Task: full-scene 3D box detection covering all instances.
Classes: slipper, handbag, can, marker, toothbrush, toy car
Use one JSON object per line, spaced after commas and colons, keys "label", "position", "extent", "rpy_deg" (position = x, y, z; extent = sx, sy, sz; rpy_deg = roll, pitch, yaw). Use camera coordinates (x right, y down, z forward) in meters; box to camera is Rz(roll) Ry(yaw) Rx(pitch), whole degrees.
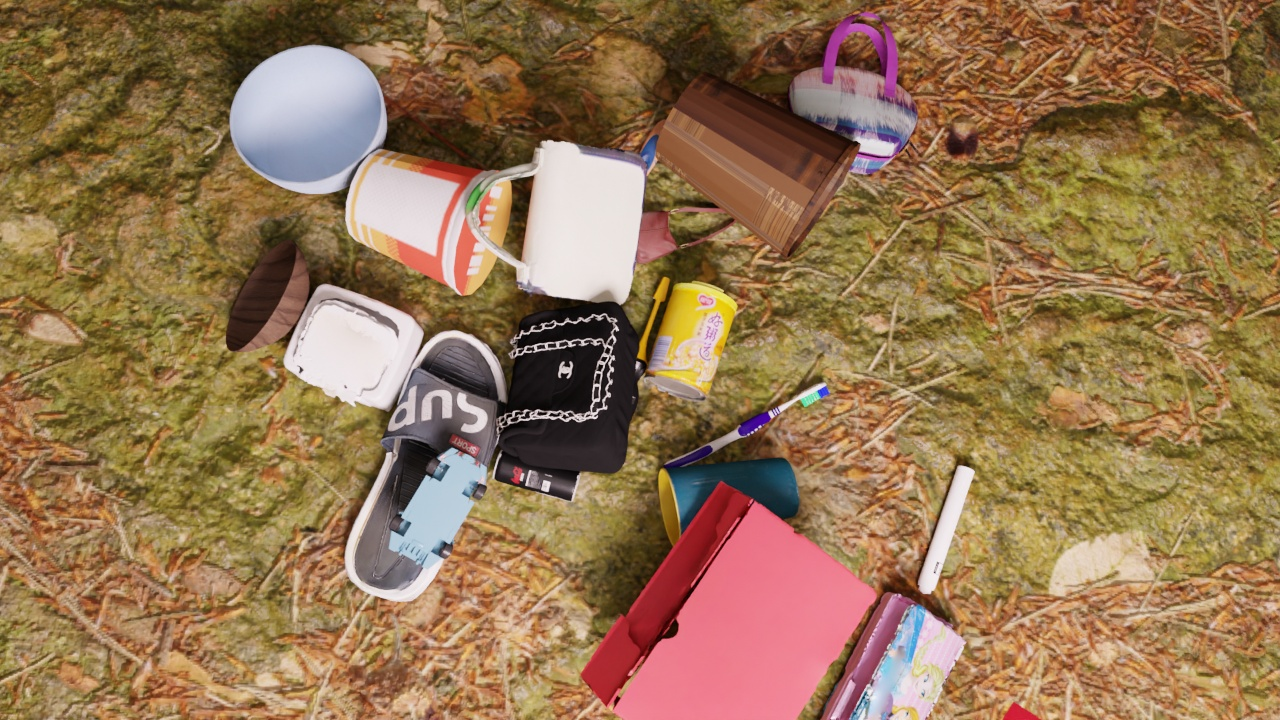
{"label": "slipper", "position": [-0.201, 0.097, 0.870], "extent": [0.111, 0.063, 0.263], "rpy_deg": [22, 81, 1]}
{"label": "handbag", "position": [0.046, -0.137, 0.951], "extent": [0.119, 0.029, 0.055], "rpy_deg": [-13, 82, -11]}
{"label": "handbag", "position": [-0.075, 0.018, 0.851], "extent": [0.125, 0.115, 0.153], "rpy_deg": [-2, 66, 17]}
{"label": "can", "position": [-0.100, 0.111, 0.887], "extent": [0.080, 0.031, 0.031], "rpy_deg": [16, 78, 0]}
{"label": "marker", "position": [0.303, 0.168, 0.910], "extent": [0.020, 0.017, 0.133], "rpy_deg": [31, 76, -35]}
{"label": "toothbrush", "position": [-0.001, -0.196, 0.963], "extent": [0.021, 0.017, 0.135], "rpy_deg": [27, 76, -2]}
{"label": "handbag", "position": [0.231, -0.293, 0.977], "extent": [0.144, 0.068, 0.169], "rpy_deg": [12, 72, -1]}
{"label": "toy car", "position": [-0.182, 0.131, 0.832], "extent": [0.060, 0.027, 0.107], "rpy_deg": [31, 88, -9]}
{"label": "handbag", "position": [-0.088, -0.135, 0.871], "extent": [0.175, 0.074, 0.151], "rpy_deg": [3, 99, -36]}
{"label": "toothbrush", "position": [-0.005, 0.005, 0.916], "extent": [0.031, 0.031, 0.196], "rpy_deg": [23, 76, -14]}
{"label": "toothbrush", "position": [0.107, 0.068, 0.917], "extent": [0.186, 0.015, 0.016], "rpy_deg": [-27, 87, -8]}
{"label": "can", "position": [0.049, -0.019, 0.904], "extent": [0.067, 0.068, 0.105], "rpy_deg": [19, 78, 0]}

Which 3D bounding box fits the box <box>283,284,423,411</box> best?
{"label": "box", "position": [-0.277, -0.015, 0.867], "extent": [0.108, 0.102, 0.102], "rpy_deg": [21, 77, 3]}

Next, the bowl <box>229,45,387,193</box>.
{"label": "bowl", "position": [-0.319, -0.227, 0.914], "extent": [0.150, 0.075, 0.150], "rpy_deg": [-1, 75, 3]}

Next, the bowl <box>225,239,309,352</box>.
{"label": "bowl", "position": [-0.350, -0.056, 0.880], "extent": [0.032, 0.119, 0.119], "rpy_deg": [32, 75, -38]}

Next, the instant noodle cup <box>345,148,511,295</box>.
{"label": "instant noodle cup", "position": [-0.207, -0.142, 0.891], "extent": [0.121, 0.123, 0.123], "rpy_deg": [20, 78, 8]}

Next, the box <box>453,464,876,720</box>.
{"label": "box", "position": [-0.011, 0.185, 0.860], "extent": [0.426, 0.128, 0.212], "rpy_deg": [30, 80, 35]}

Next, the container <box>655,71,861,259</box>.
{"label": "container", "position": [0.112, -0.201, 0.919], "extent": [0.167, 0.132, 0.132], "rpy_deg": [34, 79, 9]}

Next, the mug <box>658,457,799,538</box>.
{"label": "mug", "position": [0.085, 0.131, 0.877], "extent": [0.121, 0.078, 0.078], "rpy_deg": [-9, 80, -11]}

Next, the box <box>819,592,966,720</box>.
{"label": "box", "position": [0.219, 0.334, 0.848], "extent": [0.084, 0.063, 0.230], "rpy_deg": [31, 78, 3]}
